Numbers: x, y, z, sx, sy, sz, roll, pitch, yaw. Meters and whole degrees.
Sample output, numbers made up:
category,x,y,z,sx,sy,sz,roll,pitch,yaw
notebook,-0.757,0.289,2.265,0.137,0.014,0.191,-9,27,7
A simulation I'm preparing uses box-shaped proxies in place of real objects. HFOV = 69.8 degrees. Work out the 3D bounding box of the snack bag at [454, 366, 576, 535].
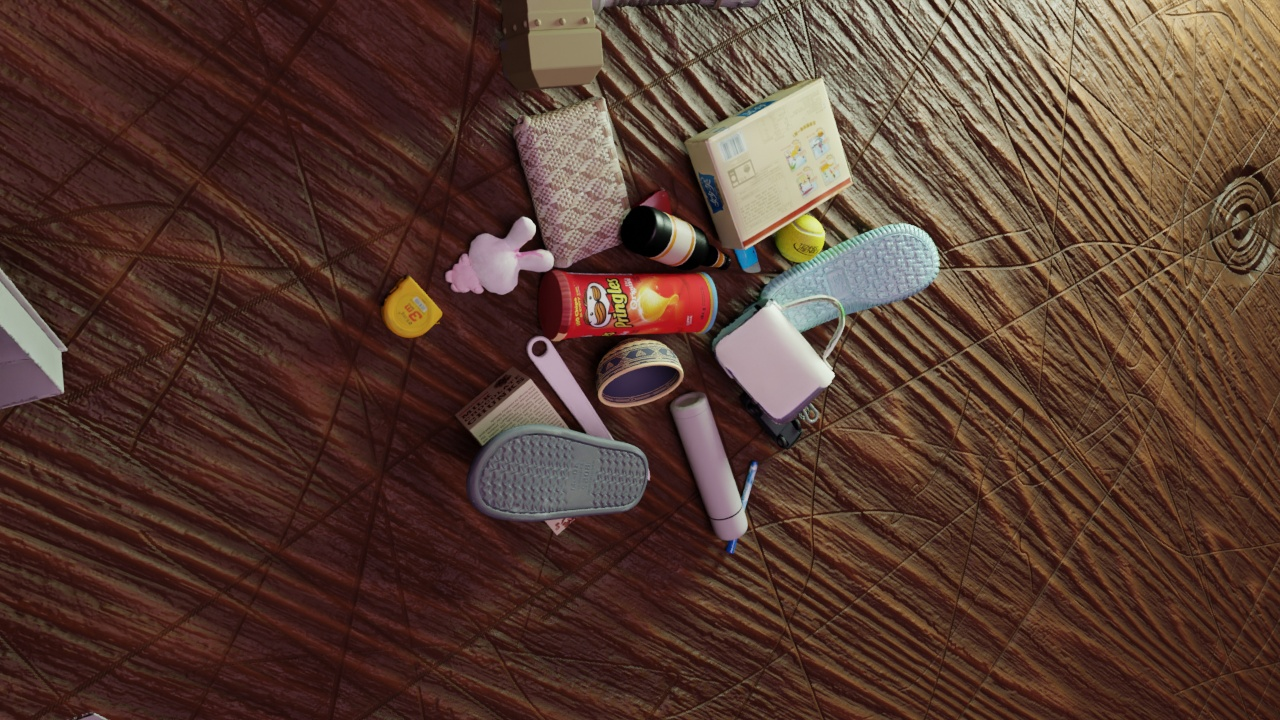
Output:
category,x,y,z,sx,sy,sz,roll,pitch,yaw
snack bag,-0.127,0.121,1.158,0.094,0.070,0.206,-41,116,-12

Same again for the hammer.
category,x,y,z,sx,sy,sz,roll,pitch,yaw
hammer,0.002,-0.425,1.069,0.324,0.101,0.190,-12,107,-23

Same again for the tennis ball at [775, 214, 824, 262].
category,x,y,z,sx,sy,sz,roll,pitch,yaw
tennis ball,0.219,-0.168,1.257,0.065,0.065,0.065,-6,105,-25

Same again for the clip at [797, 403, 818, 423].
category,x,y,z,sx,sy,sz,roll,pitch,yaw
clip,0.234,0.060,1.342,0.023,0.043,0.076,-40,117,-10

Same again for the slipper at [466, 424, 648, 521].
category,x,y,z,sx,sy,sz,roll,pitch,yaw
slipper,-0.104,0.129,1.094,0.267,0.083,0.110,10,90,-45

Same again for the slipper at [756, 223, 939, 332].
category,x,y,z,sx,sy,sz,roll,pitch,yaw
slipper,0.290,-0.116,1.307,0.276,0.069,0.116,-22,111,-4

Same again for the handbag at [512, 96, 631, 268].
category,x,y,z,sx,sy,sz,roll,pitch,yaw
handbag,-0.079,-0.217,1.114,0.124,0.047,0.186,-25,112,-27

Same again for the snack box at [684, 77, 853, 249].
category,x,y,z,sx,sy,sz,roll,pitch,yaw
snack box,0.173,-0.260,1.209,0.207,0.055,0.153,-33,114,-22

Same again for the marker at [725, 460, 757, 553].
category,x,y,z,sx,sy,sz,roll,pitch,yaw
marker,0.150,0.215,1.348,0.013,0.013,0.142,12,97,-28

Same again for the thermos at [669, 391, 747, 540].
category,x,y,z,sx,sy,sz,roll,pitch,yaw
thermos,0.099,0.152,1.285,0.052,0.052,0.224,-27,113,-18

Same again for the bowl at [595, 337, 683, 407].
category,x,y,z,sx,sy,sz,roll,pitch,yaw
bowl,-0.007,0.007,1.182,0.112,0.113,0.061,-3,61,-25

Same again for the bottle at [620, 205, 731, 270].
category,x,y,z,sx,sy,sz,roll,pitch,yaw
bottle,0.055,-0.146,1.174,0.181,0.059,0.059,13,97,-48

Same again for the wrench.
category,x,y,z,sx,sy,sz,roll,pitch,yaw
wrench,-0.069,0.078,1.207,0.066,0.018,0.273,-38,115,-12

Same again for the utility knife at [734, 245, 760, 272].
category,x,y,z,sx,sy,sz,roll,pitch,yaw
utility knife,0.120,-0.206,1.228,0.031,0.015,0.207,-31,117,-20

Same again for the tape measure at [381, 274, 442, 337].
category,x,y,z,sx,sy,sz,roll,pitch,yaw
tape measure,-0.270,-0.056,1.068,0.059,0.030,0.068,-44,115,-10

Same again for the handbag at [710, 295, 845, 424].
category,x,y,z,sx,sy,sz,roll,pitch,yaw
handbag,0.203,-0.021,1.254,0.176,0.074,0.151,-42,99,8

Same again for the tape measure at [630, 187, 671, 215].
category,x,y,z,sx,sy,sz,roll,pitch,yaw
tape measure,0.018,-0.186,1.182,0.059,0.019,0.051,-39,116,-13

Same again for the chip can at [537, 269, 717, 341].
category,x,y,z,sx,sy,sz,roll,pitch,yaw
chip can,-0.015,-0.071,1.157,0.213,0.087,0.087,-3,103,-26

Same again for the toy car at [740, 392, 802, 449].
category,x,y,z,sx,sy,sz,roll,pitch,yaw
toy car,0.188,0.079,1.320,0.046,0.034,0.112,-48,111,-15

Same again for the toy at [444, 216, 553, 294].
category,x,y,z,sx,sy,sz,roll,pitch,yaw
toy,-0.171,-0.117,1.093,0.125,0.037,0.076,-26,111,4

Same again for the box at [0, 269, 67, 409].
category,x,y,z,sx,sy,sz,roll,pitch,yaw
box,-0.586,-0.009,0.640,0.166,0.528,0.234,-16,106,-14
